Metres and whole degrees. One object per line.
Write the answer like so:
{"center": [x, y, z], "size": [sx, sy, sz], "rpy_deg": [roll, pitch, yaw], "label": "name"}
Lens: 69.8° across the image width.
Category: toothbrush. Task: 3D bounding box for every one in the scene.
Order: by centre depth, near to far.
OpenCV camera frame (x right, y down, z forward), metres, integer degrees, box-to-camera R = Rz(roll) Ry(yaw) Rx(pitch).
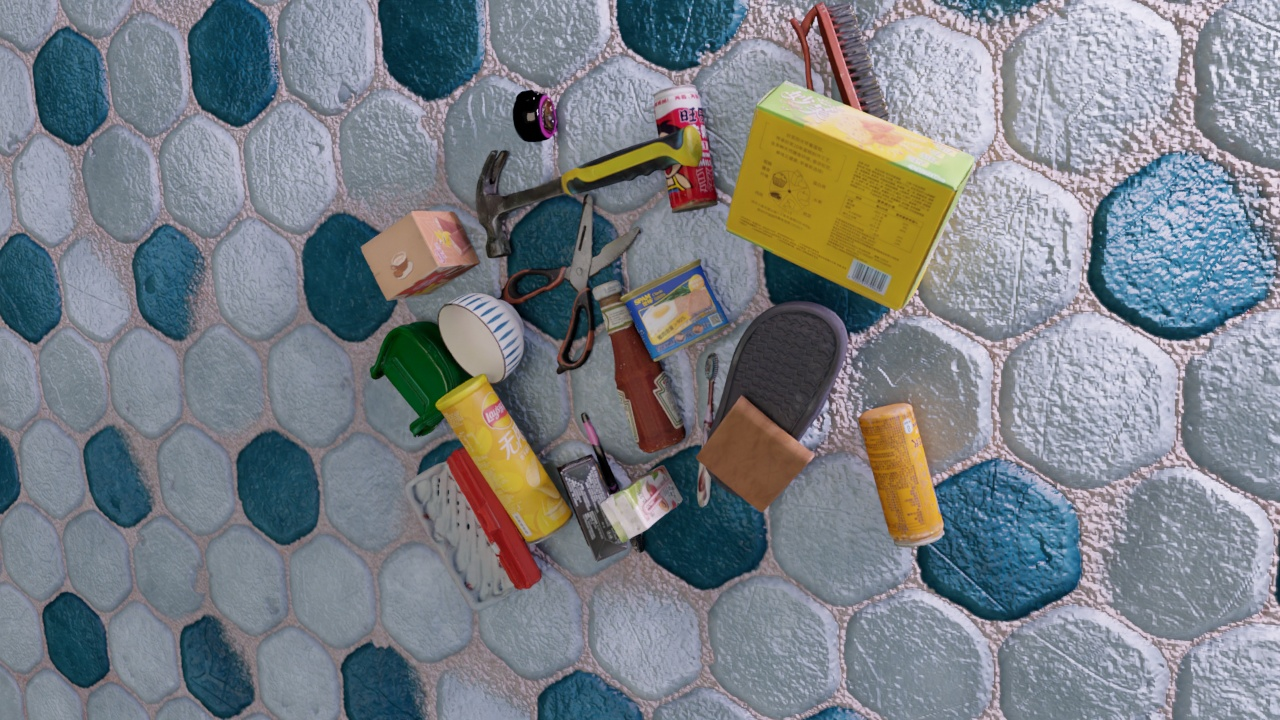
{"center": [0.078, 0.084, 1.083], "size": [0.016, 0.017, 0.187], "rpy_deg": [8, 101, 22], "label": "toothbrush"}
{"center": [-0.036, 0.153, 1.143], "size": [0.014, 0.017, 0.189], "rpy_deg": [-24, 87, 14], "label": "toothbrush"}

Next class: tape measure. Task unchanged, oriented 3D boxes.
{"center": [-0.123, -0.289, 1.087], "size": [0.039, 0.057, 0.058], "rpy_deg": [1, 90, 22], "label": "tape measure"}

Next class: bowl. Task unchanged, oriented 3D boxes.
{"center": [-0.188, -0.036, 1.139], "size": [0.116, 0.066, 0.117], "rpy_deg": [28, 139, 27], "label": "bowl"}

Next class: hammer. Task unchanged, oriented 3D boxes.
{"center": [-0.071, -0.211, 1.060], "size": [0.324, 0.031, 0.126], "rpy_deg": [-10, 93, 36], "label": "hammer"}

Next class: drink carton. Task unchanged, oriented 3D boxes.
{"center": [0.005, 0.164, 1.070], "size": [0.046, 0.122, 0.053], "rpy_deg": [-32, 85, 22], "label": "drink carton"}

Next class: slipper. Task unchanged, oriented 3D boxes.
{"center": [0.150, 0.037, 1.019], "size": [0.111, 0.083, 0.269], "rpy_deg": [34, 128, 17], "label": "slipper"}

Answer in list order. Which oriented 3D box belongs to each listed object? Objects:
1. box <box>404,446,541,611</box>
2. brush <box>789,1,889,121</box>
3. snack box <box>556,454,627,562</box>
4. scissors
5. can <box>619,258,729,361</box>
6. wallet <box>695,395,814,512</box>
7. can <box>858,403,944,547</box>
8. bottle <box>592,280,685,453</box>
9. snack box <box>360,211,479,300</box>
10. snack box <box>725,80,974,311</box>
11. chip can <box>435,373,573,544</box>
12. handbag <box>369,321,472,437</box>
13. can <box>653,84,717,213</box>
{"center": [-0.214, 0.219, 1.204], "size": [0.155, 0.073, 0.201], "rpy_deg": [-32, 86, 37], "label": "box"}
{"center": [0.202, -0.297, 0.945], "size": [0.069, 0.063, 0.146], "rpy_deg": [-18, 90, 11], "label": "brush"}
{"center": [-0.061, 0.176, 1.115], "size": [0.053, 0.125, 0.113], "rpy_deg": [-22, 90, -3], "label": "snack box"}
{"center": [-0.083, -0.090, 1.124], "size": [0.226, 0.015, 0.189], "rpy_deg": [-22, 89, 25], "label": "scissors"}
{"center": [0.040, -0.056, 1.044], "size": [0.102, 0.057, 0.083], "rpy_deg": [-26, 90, 1], "label": "can"}
{"center": [0.123, 0.105, 1.011], "size": [0.101, 0.020, 0.116], "rpy_deg": [41, 135, 9], "label": "wallet"}
{"center": [0.279, 0.122, 0.982], "size": [0.058, 0.058, 0.146], "rpy_deg": [-15, 93, 24], "label": "can"}
{"center": [-0.006, 0.006, 1.083], "size": [0.060, 0.059, 0.206], "rpy_deg": [-20, 91, 24], "label": "bottle"}
{"center": [-0.276, -0.132, 1.156], "size": [0.093, 0.094, 0.077], "rpy_deg": [-27, 88, 24], "label": "snack box"}
{"center": [0.204, -0.166, 0.927], "size": [0.210, 0.069, 0.158], "rpy_deg": [28, 137, 17], "label": "snack box"}
{"center": [-0.167, 0.123, 1.136], "size": [0.072, 0.071, 0.213], "rpy_deg": [-26, 101, 24], "label": "chip can"}
{"center": [-0.289, 0.022, 1.200], "size": [0.131, 0.067, 0.120], "rpy_deg": [48, 113, 10], "label": "handbag"}
{"center": [0.050, -0.235, 1.025], "size": [0.053, 0.053, 0.133], "rpy_deg": [-8, 95, 24], "label": "can"}
